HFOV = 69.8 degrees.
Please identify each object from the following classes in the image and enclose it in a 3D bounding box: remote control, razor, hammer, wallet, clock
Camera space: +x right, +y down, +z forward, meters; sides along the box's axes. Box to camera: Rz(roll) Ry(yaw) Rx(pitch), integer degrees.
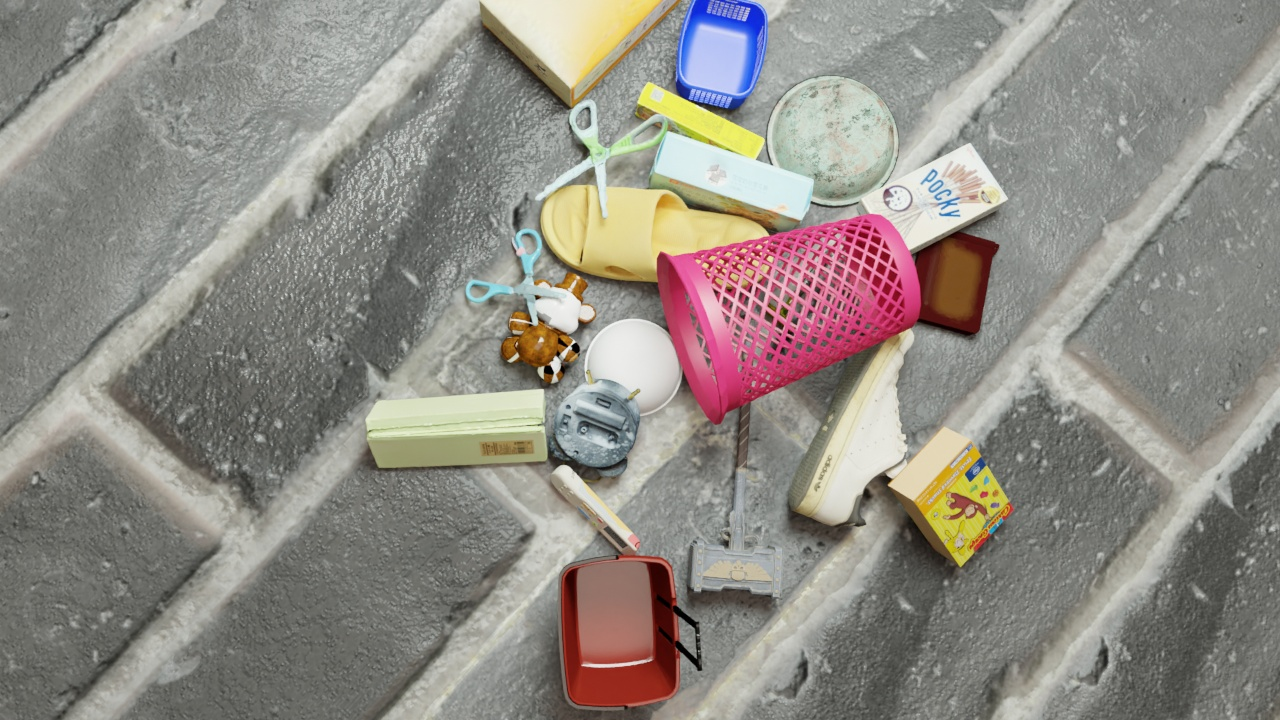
[{"bbox_3d":[-0.049,0.164,0.995,0.125,0.038,0.018,45,61,0],"label":"remote control"},{"bbox_3d":[0.185,-0.085,1.043,0.042,0.026,0.105,39,80,2],"label":"razor"},{"bbox_3d":[0.113,0.094,1.014,0.098,0.044,0.321,5,82,-3],"label":"hammer"},{"bbox_3d":[0.359,-0.094,1.058,0.091,0.018,0.115,15,82,-2],"label":"wallet"},{"bbox_3d":[-0.049,0.078,0.986,0.090,0.052,0.130,21,112,3],"label":"clock"}]

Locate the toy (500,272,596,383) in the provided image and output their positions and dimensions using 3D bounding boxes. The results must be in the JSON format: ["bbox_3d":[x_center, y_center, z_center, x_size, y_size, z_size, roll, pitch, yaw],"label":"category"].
[{"bbox_3d":[-0.097,-0.040,1.003,0.087,0.067,0.112,29,74,-1],"label":"toy"}]

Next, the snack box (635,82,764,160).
[{"bbox_3d":[0.066,-0.265,1.041,0.148,0.040,0.029,26,84,-1],"label":"snack box"}]

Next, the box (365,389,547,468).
[{"bbox_3d":[-0.193,0.070,0.979,0.188,0.078,0.089,-1,85,-3],"label":"box"}]

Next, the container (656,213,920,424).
[{"bbox_3d":[0.153,-0.057,0.941,0.225,0.183,0.183,-18,86,-6],"label":"container"}]

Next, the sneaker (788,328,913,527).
[{"bbox_3d":[0.255,0.074,0.998,0.102,0.089,0.241,28,85,0],"label":"sneaker"}]

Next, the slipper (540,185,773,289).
[{"bbox_3d":[0.019,-0.135,1.009,0.263,0.078,0.099,9,87,-3],"label":"slipper"}]

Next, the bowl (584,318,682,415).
[{"bbox_3d":[-0.006,0.006,1.011,0.110,0.040,0.110,0,85,-4],"label":"bowl"}]

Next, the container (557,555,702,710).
[{"bbox_3d":[-0.017,0.266,0.907,0.127,0.201,0.148,-3,85,-5],"label":"container"}]

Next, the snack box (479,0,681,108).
[{"bbox_3d":[-0.062,-0.410,1.025,0.145,0.081,0.195,44,84,0],"label":"snack box"}]

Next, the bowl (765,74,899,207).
[{"bbox_3d":[0.225,-0.258,1.052,0.157,0.038,0.157,0,85,-4],"label":"bowl"}]

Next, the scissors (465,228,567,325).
[{"bbox_3d":[-0.141,-0.083,1.000,0.126,0.015,0.136,-23,50,10],"label":"scissors"}]

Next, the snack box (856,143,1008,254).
[{"bbox_3d":[0.334,-0.181,1.052,0.150,0.026,0.082,-28,76,-6],"label":"snack box"}]

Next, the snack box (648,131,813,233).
[{"bbox_3d":[0.098,-0.195,1.020,0.174,0.075,0.053,17,83,-3],"label":"snack box"}]

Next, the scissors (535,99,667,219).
[{"bbox_3d":[-0.049,-0.228,1.013,0.171,0.023,0.168,-33,66,-9],"label":"scissors"}]

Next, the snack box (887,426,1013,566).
[{"bbox_3d":[0.337,0.148,0.991,0.088,0.040,0.126,-45,121,-6],"label":"snack box"}]

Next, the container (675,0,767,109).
[{"bbox_3d":[0.089,-0.347,1.041,0.096,0.058,0.114,12,84,-3],"label":"container"}]
